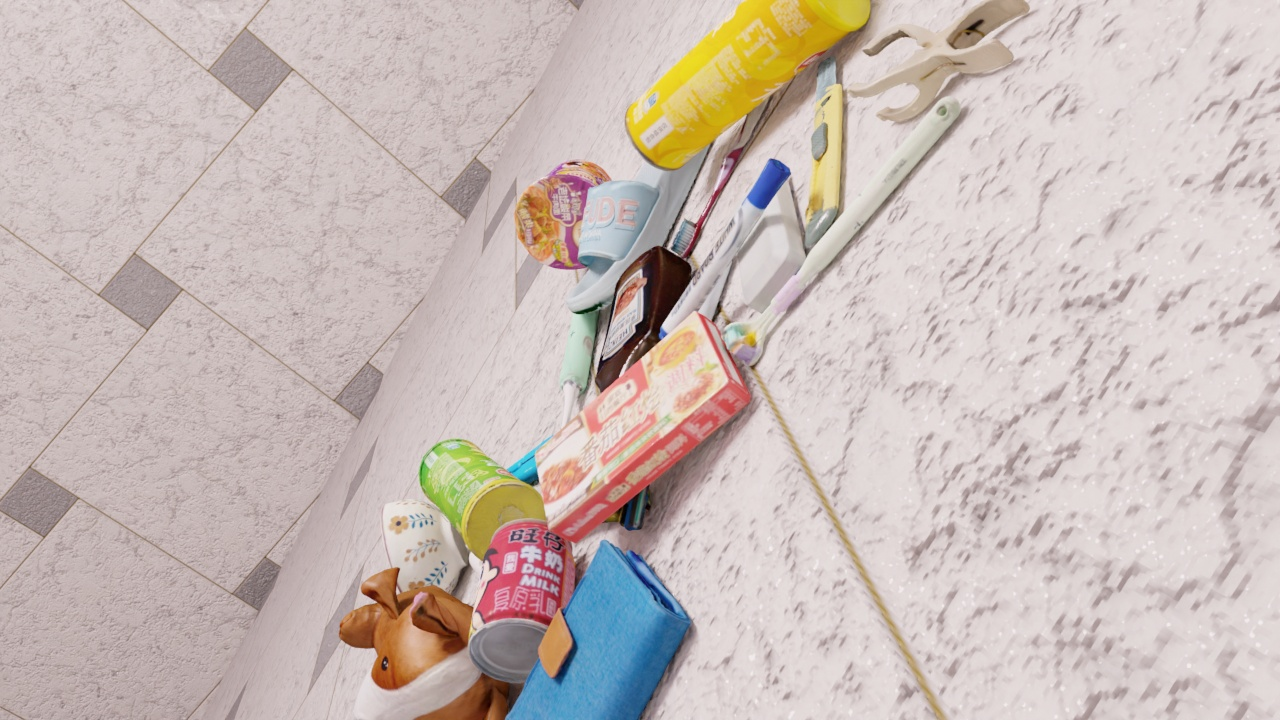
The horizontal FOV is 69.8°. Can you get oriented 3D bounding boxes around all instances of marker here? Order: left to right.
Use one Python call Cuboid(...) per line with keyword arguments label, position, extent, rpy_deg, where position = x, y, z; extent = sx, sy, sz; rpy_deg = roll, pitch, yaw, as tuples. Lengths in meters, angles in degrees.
Cuboid(label="marker", position=(0.040, -0.024, 0.646), extent=(0.023, 0.018, 0.130), rpy_deg=(138, 154, -67))
Cuboid(label="marker", position=(0.052, -0.067, 0.598), extent=(0.146, 0.017, 0.016), rpy_deg=(-57, 19, 31))

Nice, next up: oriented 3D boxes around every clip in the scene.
Cuboid(label="clip", position=(0.156, -0.153, 0.497), extent=(0.081, 0.034, 0.104), rpy_deg=(-60, 26, -2))

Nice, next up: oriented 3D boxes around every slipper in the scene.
Cuboid(label="slipper", position=(-0.006, -0.154, 0.859), extent=(0.245, 0.074, 0.104), rpy_deg=(-62, 19, -4))

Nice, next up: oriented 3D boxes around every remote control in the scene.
Cuboid(label="remote control", position=(0.081, -0.083, 0.606), extent=(0.049, 0.024, 0.124), rpy_deg=(-53, 20, 32))

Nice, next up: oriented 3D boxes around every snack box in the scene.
Cuboid(label="snack box", position=(-0.003, 0.043, 0.582), extent=(0.153, 0.025, 0.075), rpy_deg=(-41, 37, 18))

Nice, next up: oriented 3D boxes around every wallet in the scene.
Cuboid(label="wallet", position=(-0.028, 0.178, 0.520), extent=(0.133, 0.040, 0.106), rpy_deg=(-61, 23, 1))

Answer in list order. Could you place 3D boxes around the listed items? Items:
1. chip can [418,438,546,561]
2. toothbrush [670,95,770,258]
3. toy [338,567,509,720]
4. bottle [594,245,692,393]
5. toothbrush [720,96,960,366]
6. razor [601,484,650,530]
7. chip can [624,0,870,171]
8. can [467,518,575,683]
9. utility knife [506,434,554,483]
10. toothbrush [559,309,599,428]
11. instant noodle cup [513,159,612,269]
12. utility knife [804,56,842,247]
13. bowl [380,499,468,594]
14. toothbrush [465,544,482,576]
Cuboid(label="chip can", position=(-0.149, 0.122, 0.834), extent=(0.072, 0.072, 0.221), rpy_deg=(-64, 24, -5))
Cuboid(label="toothbrush", position=(0.073, -0.170, 0.757), extent=(0.187, 0.017, 0.016), rpy_deg=(-63, 18, 0))
Cuboid(label="toy", position=(-0.162, 0.226, 0.682), extent=(0.130, 0.140, 0.200), rpy_deg=(-39, 10, -31))
Cuboid(label="bottle", position=(-0.004, 0.004, 0.684), extent=(0.080, 0.044, 0.194), rpy_deg=(-40, 30, 45))
Cuboid(label="toothbrush", position=(0.111, -0.070, 0.520), extent=(0.190, 0.029, 0.020), rpy_deg=(-51, -19, 28))
Cuboid(label="razor", position=(-0.026, 0.105, 0.633), extent=(0.143, 0.022, 0.042), rpy_deg=(-28, 44, 57))
Cuboid(label="chip can", position=(0.075, -0.228, 0.713), extent=(0.214, 0.072, 0.071), rpy_deg=(-30, 36, 48))
Cuboid(label="can", position=(-0.079, 0.162, 0.627), extent=(0.067, 0.066, 0.093), rpy_deg=(-51, 21, 30))
Cuboid(label="utility knife", position=(-0.119, 0.110, 0.884), extent=(0.207, 0.018, 0.034), rpy_deg=(-36, 33, 56))
Cuboid(label="toothbrush", position=(-0.060, 0.002, 0.859), extent=(0.027, 0.026, 0.224), rpy_deg=(-26, 35, 27))
Cuboid(label="instant noodle cup", position=(-0.075, -0.171, 1.025), extent=(0.112, 0.111, 0.099), rpy_deg=(-52, 13, 30))
Cuboid(label="utility knife", position=(0.123, -0.147, 0.607), extent=(0.031, 0.020, 0.194), rpy_deg=(-36, 27, 42))
Cuboid(label="bowl", position=(-0.210, 0.187, 0.915), extent=(0.062, 0.113, 0.113), rpy_deg=(-20, 21, -4))
Cuboid(label="toothbrush", position=(-0.134, 0.180, 0.811), extent=(0.026, 0.026, 0.221), rpy_deg=(-24, 9, -18))
